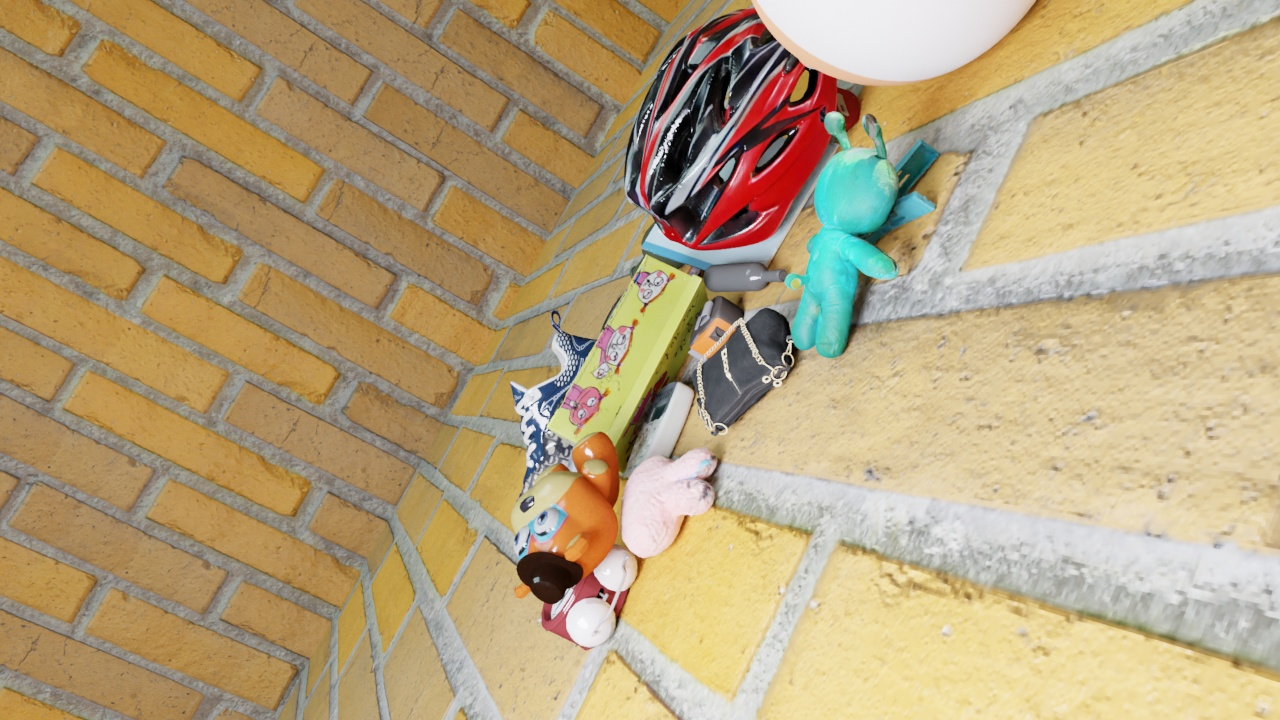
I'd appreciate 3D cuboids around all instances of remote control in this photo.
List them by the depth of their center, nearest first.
[{"bbox_3d":[0.019,0.076,0.960,0.060,0.028,0.114,-27,35,63],"label":"remote control"}]

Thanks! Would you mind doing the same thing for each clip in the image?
[{"bbox_3d":[0.197,-0.116,0.763,0.120,0.027,0.103,-40,22,50],"label":"clip"}]

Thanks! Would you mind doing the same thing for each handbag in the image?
[{"bbox_3d":[0.094,0.013,0.817,0.129,0.054,0.079,-46,31,34],"label":"handbag"}]

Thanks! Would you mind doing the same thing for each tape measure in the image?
[{"bbox_3d":[0.210,-0.265,0.968,0.019,0.059,0.051,-42,53,49],"label":"tape measure"},{"bbox_3d":[0.078,-0.040,0.974,0.059,0.038,0.058,-40,24,51],"label":"tape measure"}]

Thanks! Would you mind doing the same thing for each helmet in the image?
[{"bbox_3d":[0.091,-0.251,0.971,0.217,0.166,0.272,33,99,49],"label":"helmet"}]

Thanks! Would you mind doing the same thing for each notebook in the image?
[{"bbox_3d":[0.106,-0.186,1.078,0.181,0.009,0.253,-59,33,0],"label":"notebook"}]

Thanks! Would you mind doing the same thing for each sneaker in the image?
[{"bbox_3d":[-0.112,0.075,1.149,0.269,0.132,0.103,-66,7,-10],"label":"sneaker"}]

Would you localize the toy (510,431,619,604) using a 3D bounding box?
[{"bbox_3d":[-0.065,0.145,0.827,0.112,0.096,0.175,-41,30,27],"label":"toy"}]

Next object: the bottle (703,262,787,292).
[{"bbox_3d":[0.111,-0.086,0.951,0.113,0.030,0.030,6,65,57],"label":"bottle"}]

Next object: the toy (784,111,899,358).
[{"bbox_3d":[0.155,-0.099,0.723,0.131,0.072,0.193,-148,68,-68],"label":"toy"}]

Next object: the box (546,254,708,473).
[{"bbox_3d":[-0.006,0.006,1.007,0.220,0.080,0.124,-59,-14,-10],"label":"box"}]

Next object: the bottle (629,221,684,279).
[{"bbox_3d":[0.050,-0.171,1.257,0.207,0.071,0.071,-43,22,46],"label":"bottle"}]

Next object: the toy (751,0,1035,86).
[{"bbox_3d":[0.203,-0.360,0.760,0.262,0.266,0.281,-63,2,-6],"label":"toy"}]

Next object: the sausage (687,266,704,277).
[{"bbox_3d":[0.061,-0.094,1.174,0.155,0.020,0.020,-61,15,-7],"label":"sausage"}]

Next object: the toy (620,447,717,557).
[{"bbox_3d":[0.025,0.121,0.819,0.105,0.053,0.108,-35,26,34],"label":"toy"}]

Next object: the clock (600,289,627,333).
[{"bbox_3d":[-0.019,-0.052,1.304,0.091,0.043,0.122,-31,32,61],"label":"clock"}]

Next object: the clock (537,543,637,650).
[{"bbox_3d":[-0.048,0.219,0.862,0.138,0.048,0.096,-31,32,63],"label":"clock"}]
